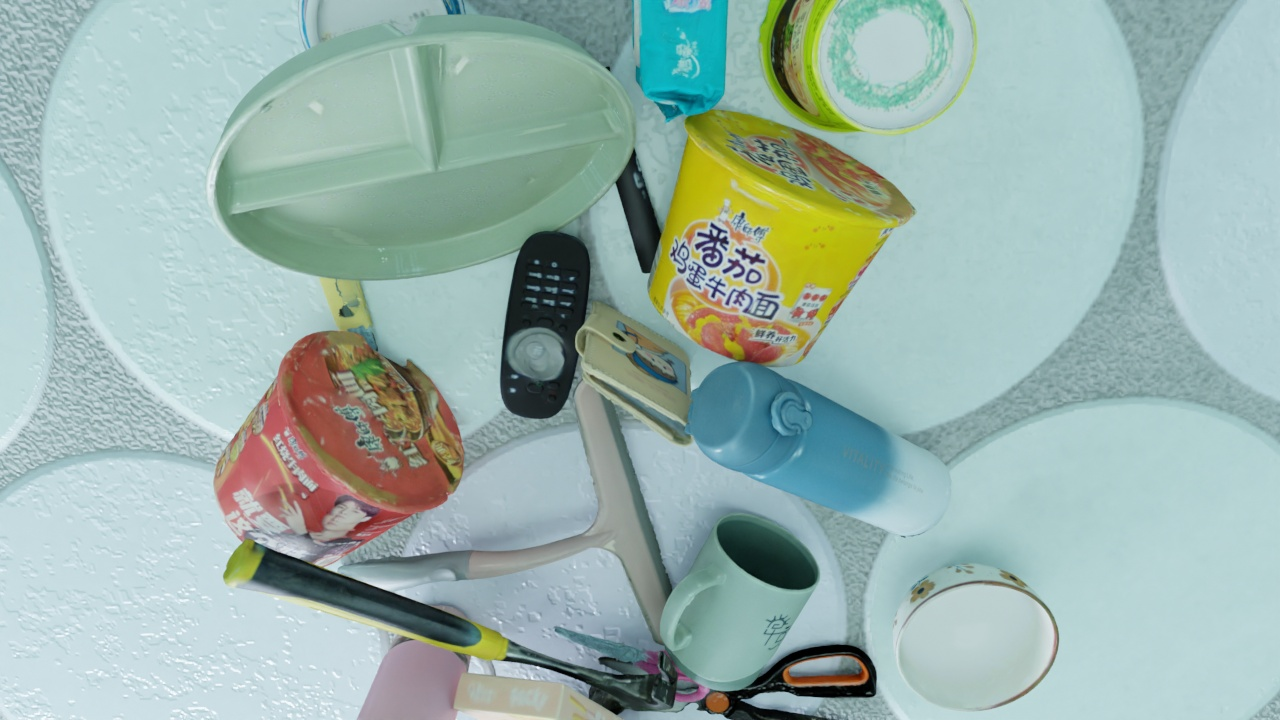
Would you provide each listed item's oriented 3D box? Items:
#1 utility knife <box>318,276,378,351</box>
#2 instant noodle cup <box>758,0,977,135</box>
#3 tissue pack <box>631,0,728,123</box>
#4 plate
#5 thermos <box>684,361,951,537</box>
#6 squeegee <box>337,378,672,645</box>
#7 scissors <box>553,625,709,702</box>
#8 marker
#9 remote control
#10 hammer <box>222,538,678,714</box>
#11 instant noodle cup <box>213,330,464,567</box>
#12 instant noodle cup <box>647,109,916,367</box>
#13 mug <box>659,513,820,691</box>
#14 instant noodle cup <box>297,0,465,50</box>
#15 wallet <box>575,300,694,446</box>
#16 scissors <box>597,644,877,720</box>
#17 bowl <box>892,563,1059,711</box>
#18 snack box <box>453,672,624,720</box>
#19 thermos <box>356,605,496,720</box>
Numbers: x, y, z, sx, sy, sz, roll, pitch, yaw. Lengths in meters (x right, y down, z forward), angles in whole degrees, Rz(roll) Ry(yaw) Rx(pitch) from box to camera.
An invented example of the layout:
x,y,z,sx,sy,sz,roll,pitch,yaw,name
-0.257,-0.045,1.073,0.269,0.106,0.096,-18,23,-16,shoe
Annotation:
x,y,z,sx,sy,sz,roll,pitch,yaw,name
-0.206,-0.080,0.610,0.031,0.018,0.166,-8,116,11,utility knife
0.126,-0.173,0.501,0.112,0.123,0.112,1,111,2,instant noodle cup
0.020,-0.203,0.510,0.050,0.093,0.134,-1,111,-3,tissue pack
-0.115,-0.108,0.504,0.230,0.230,0.027,-19,73,9,plate
0.116,0.059,0.569,0.220,0.070,0.070,25,114,-43,thermos
-0.113,0.145,0.675,0.250,0.040,0.248,-12,117,10,squeegee
-0.005,0.228,0.708,0.133,0.017,0.056,21,113,-7,scissors
-0.010,-0.118,0.583,0.022,0.020,0.132,-10,111,23,marker
-0.065,-0.024,0.619,0.053,0.024,0.137,8,115,-9,remote control
-0.112,0.184,0.614,0.323,0.031,0.126,27,146,-25,hammer
-0.203,0.067,0.605,0.109,0.137,0.138,-39,106,24,instant noodle cup
0.073,-0.069,0.544,0.138,0.137,0.110,19,119,-6,instant noodle cup
0.058,0.176,0.653,0.111,0.082,0.106,3,122,-42,mug
-0.142,-0.184,0.502,0.099,0.110,0.099,-5,113,-11,instant noodle cup
-0.003,0.003,0.579,0.087,0.115,0.024,37,110,-13,wallet
0.082,0.260,0.734,0.229,0.021,0.190,36,104,-5,scissors
0.240,0.194,0.677,0.113,0.062,0.113,1,111,2,bowl
-0.062,0.267,0.679,0.085,0.026,0.157,-3,148,24,snack box
-0.153,0.254,0.639,0.087,0.198,0.067,35,106,-10,thermos
